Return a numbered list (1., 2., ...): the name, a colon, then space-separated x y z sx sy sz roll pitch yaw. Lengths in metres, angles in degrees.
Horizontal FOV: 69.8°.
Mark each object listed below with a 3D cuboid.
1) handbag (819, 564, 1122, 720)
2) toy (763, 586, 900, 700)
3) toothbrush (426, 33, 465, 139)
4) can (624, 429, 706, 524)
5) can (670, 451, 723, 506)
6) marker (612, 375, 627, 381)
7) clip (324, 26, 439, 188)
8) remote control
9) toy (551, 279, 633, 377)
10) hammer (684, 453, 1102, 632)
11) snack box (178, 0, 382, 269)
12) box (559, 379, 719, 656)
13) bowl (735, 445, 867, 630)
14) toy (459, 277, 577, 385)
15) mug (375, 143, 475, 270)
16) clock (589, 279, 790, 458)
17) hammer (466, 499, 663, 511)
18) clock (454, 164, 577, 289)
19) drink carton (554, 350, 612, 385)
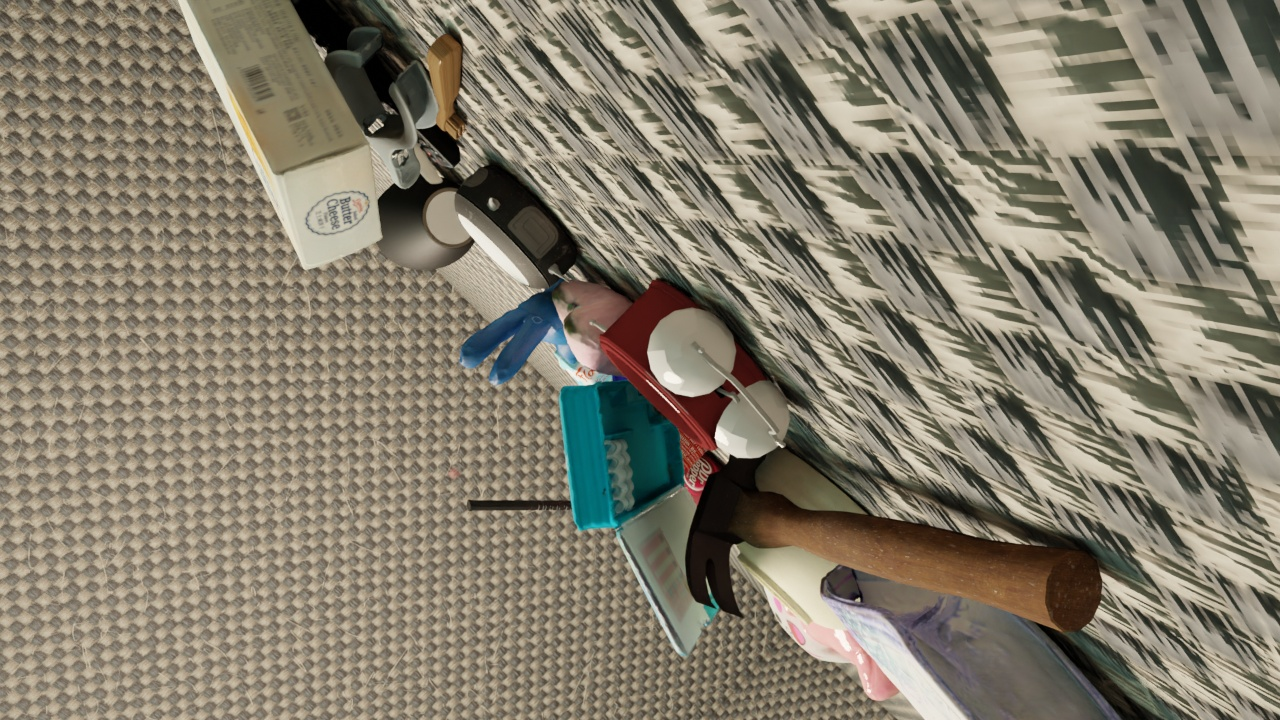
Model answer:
1. handbag: 0.179 0.169 0.495 0.158 0.069 0.126 46 168 2
2. toy: 0.171 0.222 0.815 0.142 0.084 0.213 45 172 9
3. toothbrush: -0.105 -0.146 0.503 0.016 0.016 0.167 46 173 -8
4. can: 0.000 0.099 0.923 0.086 0.116 0.087 43 173 6
5. can: 0.047 0.118 0.991 0.114 0.063 0.063 41 173 22
6. marker: -0.005 0.037 0.976 0.027 0.023 0.133 65 -179 23
7. clip: -0.183 -0.174 0.598 0.107 0.027 0.163 40 161 -7
8. remote control: -0.182 -0.195 0.637 0.150 0.022 0.047 46 172 -28
9. toy: -0.015 -0.015 0.622 0.096 0.053 0.099 33 -169 -22
10. hammer: 0.100 0.092 0.472 0.033 0.115 0.323 23 169 -16
11. snack box: -0.235 -0.173 0.585 0.207 0.057 0.104 59 159 18
12. box: 0.008 0.101 0.665 0.226 0.056 0.185 5 -112 -76
13. bowl: 0.117 0.134 0.641 0.151 0.075 0.151 43 172 7
14. toy: -0.064 -0.023 0.697 0.113 0.071 0.176 34 -159 26
15. mug: -0.189 -0.140 0.814 0.100 0.084 0.119 7 114 58
16. clock: 0.028 0.006 0.502 0.096 0.048 0.137 48 173 -27
17. hammer: -0.025 0.158 0.976 0.324 0.015 0.095 5 -155 -28
18. clock: -0.089 -0.089 0.630 0.091 0.043 0.123 47 172 -24
19. drink carton: -0.051 0.014 1.013 0.038 0.044 0.129 40 173 34
